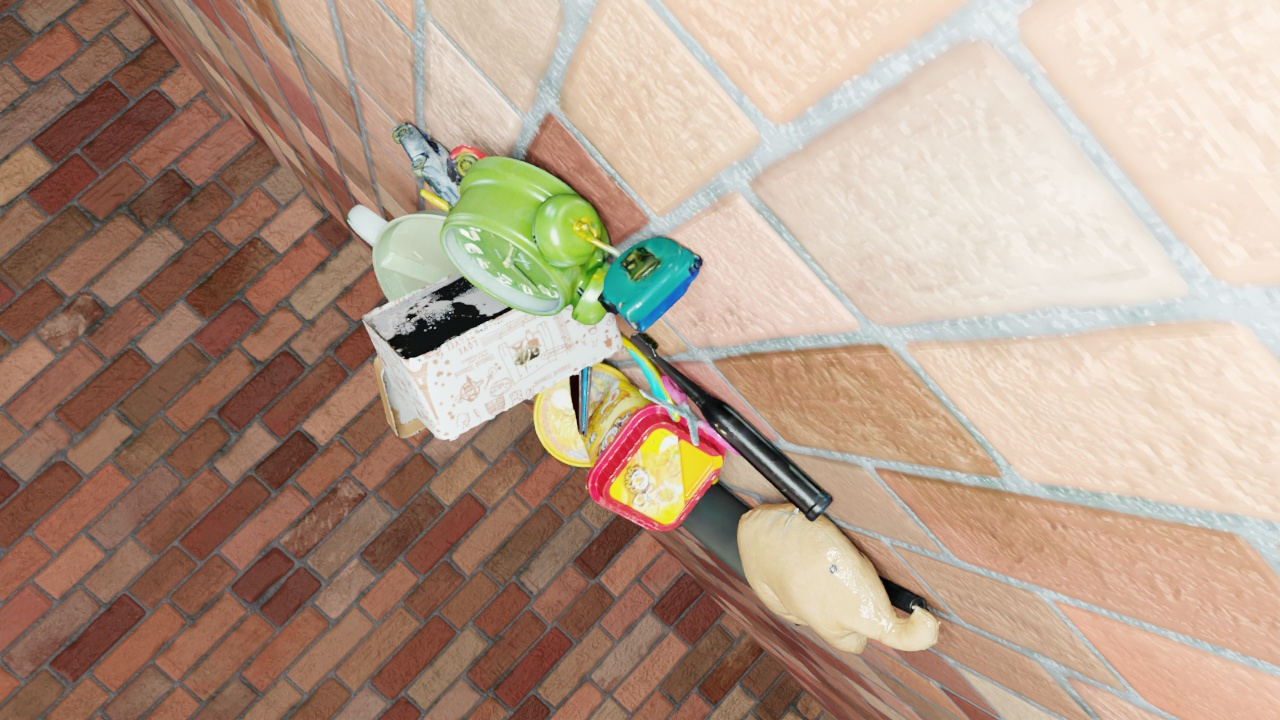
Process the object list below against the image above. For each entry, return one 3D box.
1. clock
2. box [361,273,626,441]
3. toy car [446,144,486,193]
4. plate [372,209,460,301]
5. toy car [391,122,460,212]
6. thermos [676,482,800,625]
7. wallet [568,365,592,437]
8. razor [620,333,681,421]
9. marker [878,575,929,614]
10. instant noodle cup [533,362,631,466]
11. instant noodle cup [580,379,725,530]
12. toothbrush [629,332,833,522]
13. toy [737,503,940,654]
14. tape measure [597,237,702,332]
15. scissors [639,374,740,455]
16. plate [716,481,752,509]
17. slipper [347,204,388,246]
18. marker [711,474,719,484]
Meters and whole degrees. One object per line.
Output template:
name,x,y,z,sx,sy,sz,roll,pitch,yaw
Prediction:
clock,-0.070,-0.078,0.641,0.161,0.056,0.116,17,155,25
box,-0.141,-0.014,0.807,0.132,0.179,0.272,63,159,-2
toy car,-0.099,-0.125,0.697,0.106,0.031,0.049,33,167,-4
plate,-0.174,-0.067,0.961,0.230,0.027,0.231,17,143,13
toy car,-0.190,-0.179,0.836,0.120,0.037,0.054,49,176,44
thermos,0.104,0.202,1.047,0.242,0.068,0.090,37,142,31
wallet,-0.061,0.017,0.935,0.122,0.020,0.096,-124,34,-78
razor,-0.005,0.005,0.850,0.132,0.028,0.043,46,-175,17
marker,0.209,0.200,0.817,0.022,0.020,0.132,32,173,-19
instant noodle cup,-0.069,0.052,1.063,0.118,0.118,0.114,47,178,-14
instant noodle cup,0.002,0.087,0.914,0.116,0.116,0.123,32,-171,-29
toothbrush,0.070,0.049,0.753,0.212,0.027,0.026,43,125,13
toy,0.160,0.190,0.802,0.143,0.082,0.226,57,163,-13
tape measure,0.003,-0.048,0.541,0.054,0.058,0.025,39,169,51
scissors,0.040,0.043,0.777,0.133,0.017,0.131,28,-161,-42
plate,0.132,0.210,1.137,0.179,0.024,0.179,43,170,9
slipper,-0.211,-0.116,1.038,0.245,0.074,0.104,29,176,-9
marker,0.070,0.105,0.996,0.018,0.015,0.124,37,165,28
